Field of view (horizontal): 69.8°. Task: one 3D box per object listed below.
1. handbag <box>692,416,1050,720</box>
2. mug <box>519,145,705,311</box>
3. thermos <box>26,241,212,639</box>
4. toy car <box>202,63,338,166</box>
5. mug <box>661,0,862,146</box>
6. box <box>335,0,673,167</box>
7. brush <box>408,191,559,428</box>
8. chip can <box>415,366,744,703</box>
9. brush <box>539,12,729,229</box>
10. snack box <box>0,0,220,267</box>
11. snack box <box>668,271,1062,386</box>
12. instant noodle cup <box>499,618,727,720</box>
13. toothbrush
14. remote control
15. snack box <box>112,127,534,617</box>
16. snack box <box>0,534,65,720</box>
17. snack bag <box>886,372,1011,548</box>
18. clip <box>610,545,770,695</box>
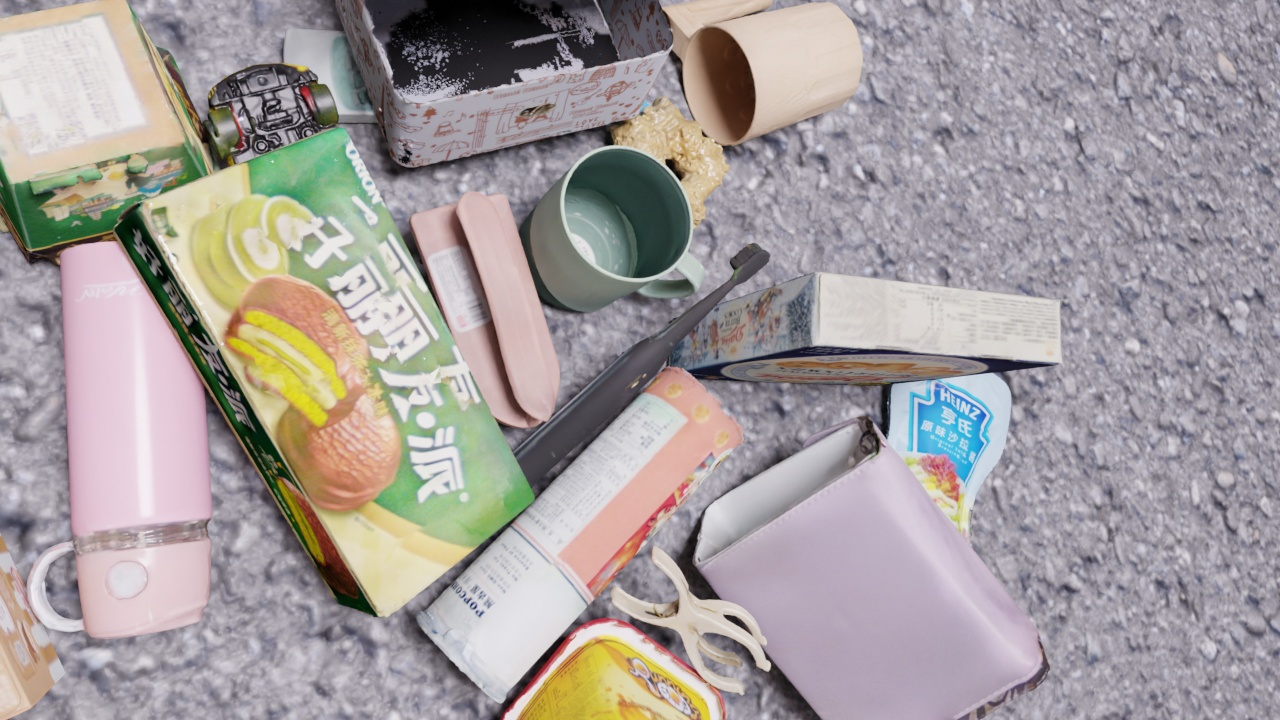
[{"bbox_3d":[0.149,0.150,0.600,0.197,0.145,0.098,51,24,-10],"label":"handbag"},{"bbox_3d":[-0.016,-0.071,0.582,0.111,0.106,0.082,29,71,-16],"label":"mug"},{"bbox_3d":[-0.273,0.042,0.480,0.087,0.067,0.198,-4,85,-9],"label":"thermos"},{"bbox_3d":[-0.200,-0.096,0.540,0.071,0.041,0.156,-24,105,-22],"label":"toy car"},{"bbox_3d":[0.085,-0.225,0.672,0.103,0.084,0.124,-23,65,-26],"label":"mug"},{"bbox_3d":[-0.073,-0.225,0.523,0.181,0.158,0.148,-19,82,-21],"label":"box"},{"bbox_3d":[-0.089,-0.028,0.563,0.063,0.073,0.145,-19,91,-26],"label":"brush"},{"bbox_3d":[-0.032,0.099,0.555,0.214,0.071,0.071,-45,100,-16],"label":"chip can"},{"bbox_3d":[-0.030,-0.200,0.638,0.083,0.046,0.254,-40,94,-19],"label":"brush"},{"bbox_3d":[-0.287,-0.124,0.474,0.118,0.106,0.117,-24,91,-25],"label":"snack box"},{"bbox_3d":[0.137,-0.013,0.597,0.177,0.183,0.045,3,82,-23],"label":"snack box"},{"bbox_3d":[-0.011,0.229,0.512,0.116,0.123,0.116,39,93,-14],"label":"instant noodle cup"},{"bbox_3d":[-0.003,0.003,0.566,0.213,0.027,0.026,-43,133,6],"label":"toothbrush"},{"bbox_3d":[-0.156,-0.180,0.586,0.135,0.019,0.056,-5,84,-24],"label":"remote control"},{"bbox_3d":[-0.162,0.008,0.495,0.114,0.063,0.240,-36,109,-37],"label":"snack box"},{"bbox_3d":[-0.332,0.130,0.421,0.076,0.094,0.093,-25,92,-25],"label":"snack box"},{"bbox_3d":[0.222,0.081,0.701,0.110,0.039,0.190,27,71,-6],"label":"snack bag"},{"bbox_3d":[0.040,0.150,0.550,0.076,0.034,0.103,-37,101,14],"label":"clip"}]
